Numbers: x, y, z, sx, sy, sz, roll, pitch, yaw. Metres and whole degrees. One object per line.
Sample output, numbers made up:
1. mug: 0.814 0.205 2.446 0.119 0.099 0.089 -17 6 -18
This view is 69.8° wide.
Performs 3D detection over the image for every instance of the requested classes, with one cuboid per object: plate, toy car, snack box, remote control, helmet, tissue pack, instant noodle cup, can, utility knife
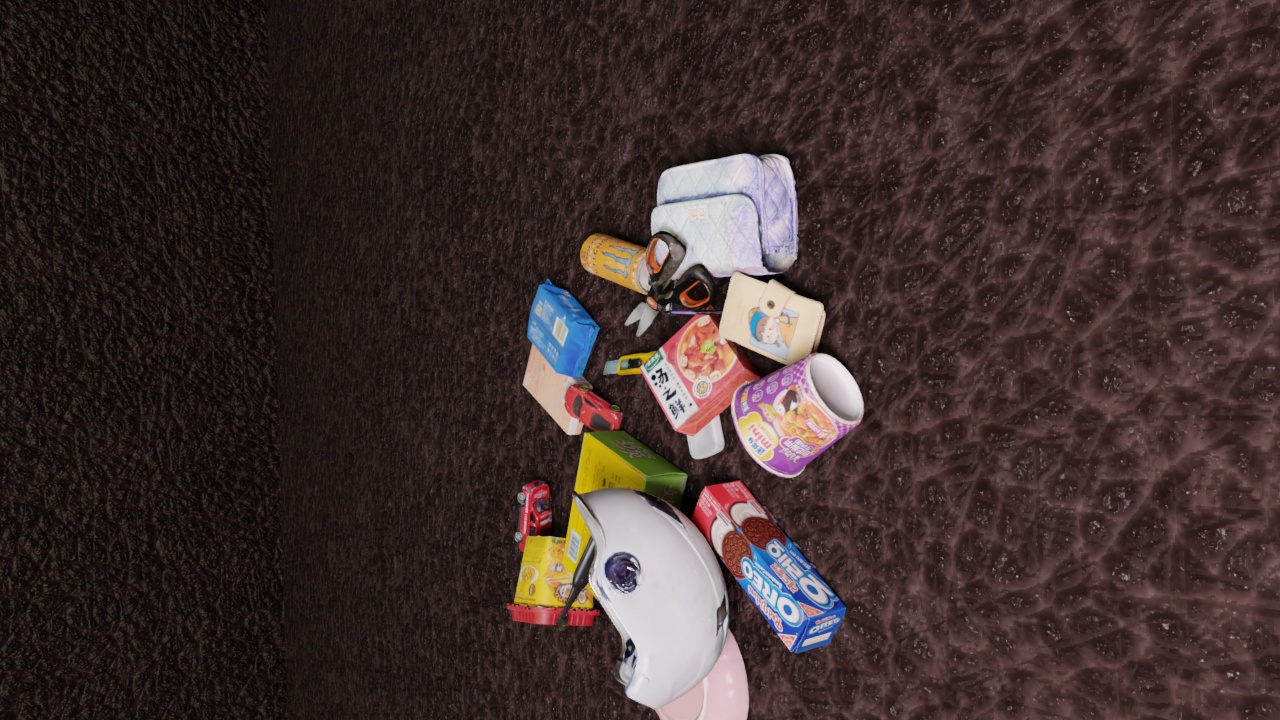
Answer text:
1. plate: 0.058 0.396 1.148 0.193 0.039 0.192 2 92 55
2. toy car: -0.165 0.248 1.451 0.045 0.052 0.121 13 109 32
3. snack box: -0.025 0.217 1.234 0.158 0.070 0.210 30 115 50
4. remote control: 0.072 0.052 1.133 0.056 0.020 0.136 -31 64 50
5. snack box: 0.138 0.222 1.015 0.207 0.058 0.057 50 133 41
6. helmet: 0.020 0.257 1.053 0.229 0.146 0.258 102 152 -71
7. tissue pack: -0.117 -0.047 1.373 0.157 0.052 0.095 47 126 43
8. snack box: 0.063 0.006 1.093 0.113 0.044 0.127 -44 53 19
9. snack box: -0.129 0.039 1.414 0.157 0.026 0.085 43 125 46
10. instant noodle cup: -0.126 0.324 1.354 0.116 0.116 0.123 -14 68 54
11. can: -0.021 -0.130 1.229 0.146 0.058 0.058 26 112 51
12. toy car: -0.071 0.073 1.312 0.106 0.031 0.049 33 118 31
13. utility knife: -0.007 0.007 1.237 0.207 0.015 0.033 -8 78 62
14. instant noodle cup: 0.164 0.050 0.937 0.099 0.111 0.111 -39 59 40

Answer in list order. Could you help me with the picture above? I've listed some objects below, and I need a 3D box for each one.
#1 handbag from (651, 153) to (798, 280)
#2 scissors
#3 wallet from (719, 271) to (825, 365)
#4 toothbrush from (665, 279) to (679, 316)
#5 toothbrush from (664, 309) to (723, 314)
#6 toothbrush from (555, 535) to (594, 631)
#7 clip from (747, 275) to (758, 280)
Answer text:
1. handbag: 0.090 -0.162 1.054 0.194 0.075 0.134 4 100 56
2. scissors: 0.031 -0.068 1.131 0.162 0.021 0.234 35 150 24
3. wallet: 0.143 -0.045 0.995 0.115 0.024 0.087 27 123 31
4. toothbrush: 0.047 -0.147 1.169 0.018 0.015 0.181 23 110 62
5. toothbrush: 0.105 -0.057 1.044 0.189 0.014 0.017 3 103 36
6. toothbrush: -0.077 0.289 1.226 0.027 0.026 0.213 58 135 43
7. clip: 0.131 -0.082 1.047 0.056 0.040 0.014 54 130 44
